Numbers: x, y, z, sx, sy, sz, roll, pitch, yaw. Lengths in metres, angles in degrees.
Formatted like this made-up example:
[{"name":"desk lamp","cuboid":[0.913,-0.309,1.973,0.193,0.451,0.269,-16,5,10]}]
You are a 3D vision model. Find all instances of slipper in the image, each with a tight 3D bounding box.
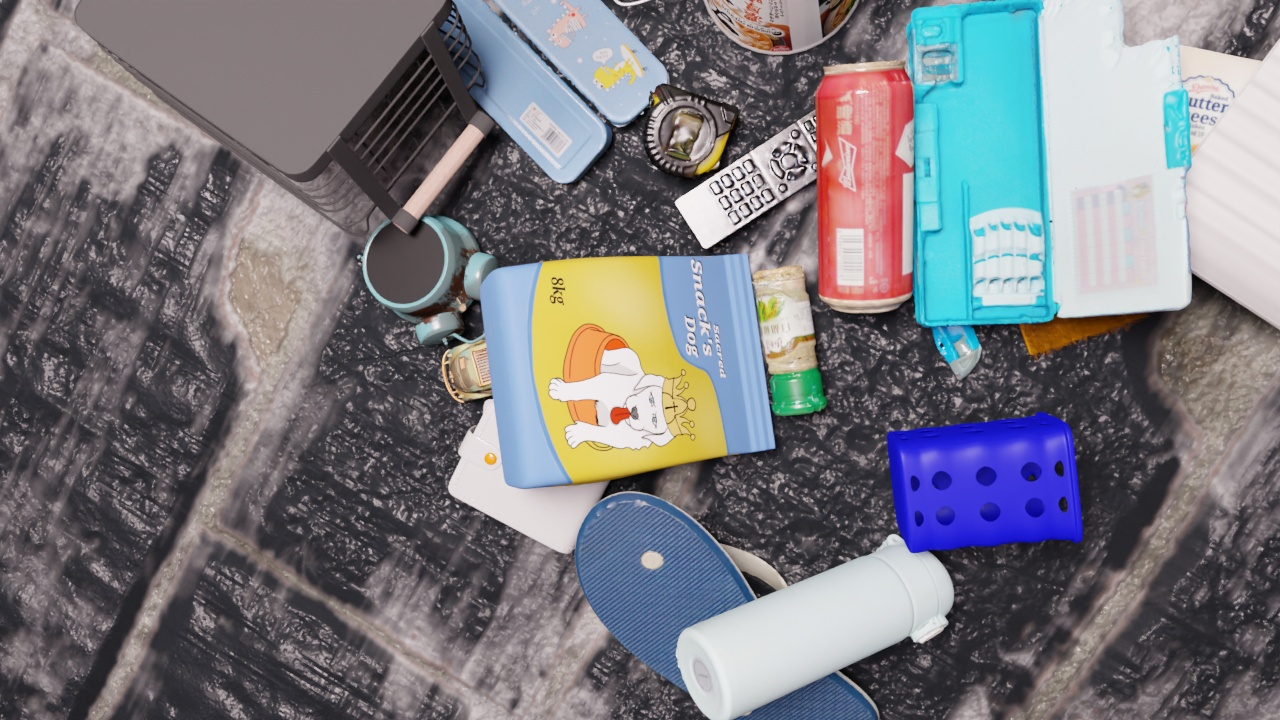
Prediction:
[{"name":"slipper","cuboid":[0.064,0.208,0.714,0.295,0.060,0.118,42,105,-11]}]

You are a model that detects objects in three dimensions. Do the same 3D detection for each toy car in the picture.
[{"name":"toy car","cuboid":[-0.107,0.002,0.721,0.112,0.047,0.047,-16,92,8]}]

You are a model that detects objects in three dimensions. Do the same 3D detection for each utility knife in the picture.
[{"name":"utility knife","cuboid":[0.208,-0.067,0.687,0.031,0.015,0.174,-31,89,5]}]

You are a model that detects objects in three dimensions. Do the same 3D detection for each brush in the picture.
[{"name":"brush","cuboid":[0.341,-0.045,0.668,0.126,0.017,0.048,-20,92,9]}]

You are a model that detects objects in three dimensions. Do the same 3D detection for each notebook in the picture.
[{"name":"notebook","cuboid":[0.445,-0.130,0.590,0.142,0.009,0.210,35,99,4]}]

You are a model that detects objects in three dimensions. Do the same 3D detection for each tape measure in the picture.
[{"name":"tape measure","cuboid":[0.032,-0.169,0.686,0.067,0.038,0.063,18,103,-6]}]

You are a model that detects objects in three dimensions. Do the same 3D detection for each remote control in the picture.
[{"name":"remote control","cuboid":[0.100,-0.141,0.692,0.150,0.022,0.047,-32,90,8]}]

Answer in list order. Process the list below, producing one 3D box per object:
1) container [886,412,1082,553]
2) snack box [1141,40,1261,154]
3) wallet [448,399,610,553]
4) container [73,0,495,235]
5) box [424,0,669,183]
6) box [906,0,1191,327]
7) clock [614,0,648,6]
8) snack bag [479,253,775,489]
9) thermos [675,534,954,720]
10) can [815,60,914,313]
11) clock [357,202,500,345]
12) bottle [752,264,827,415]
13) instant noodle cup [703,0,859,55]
[{"name":"container","cuboid":[0.243,0.088,0.661,0.114,0.085,0.084,-7,93,10]},{"name":"snack box","cuboid":[0.426,-0.140,0.627,0.208,0.057,0.104,14,97,6]},{"name":"wallet","cuboid":[-0.081,0.077,0.730,0.118,0.037,0.115,28,99,1]},{"name":"container","cuboid":[-0.242,-0.216,0.653,0.241,0.130,0.162,35,82,10]},{"name":"box","cuboid":[-0.088,-0.247,0.702,0.127,0.034,0.209,-44,90,11]},{"name":"box","cuboid":[0.275,-0.140,0.633,0.182,0.071,0.227,-2,90,31]},{"name":"clock","cuboid":[-0.011,-0.325,0.678,0.091,0.042,0.120,-17,93,9]},{"name":"snack bag","cuboid":[-0.004,0.004,0.674,0.205,0.102,0.159,-7,87,-17]},{"name":"thermos","cuboid":[0.130,0.187,0.651,0.206,0.065,0.078,-14,54,-26]},{"name":"can","cuboid":[0.158,-0.121,0.648,0.067,0.067,0.170,-2,106,8]},{"name":"clock","cuboid":[-0.162,-0.063,0.716,0.124,0.053,0.090,41,97,14]},{"name":"bottle","cuboid":[0.112,-0.015,0.691,0.043,0.043,0.111,-9,94,9]},{"name":"instant noodle cup","cuboid":[0.098,-0.286,0.627,0.124,0.121,0.123,1,95,8]}]
